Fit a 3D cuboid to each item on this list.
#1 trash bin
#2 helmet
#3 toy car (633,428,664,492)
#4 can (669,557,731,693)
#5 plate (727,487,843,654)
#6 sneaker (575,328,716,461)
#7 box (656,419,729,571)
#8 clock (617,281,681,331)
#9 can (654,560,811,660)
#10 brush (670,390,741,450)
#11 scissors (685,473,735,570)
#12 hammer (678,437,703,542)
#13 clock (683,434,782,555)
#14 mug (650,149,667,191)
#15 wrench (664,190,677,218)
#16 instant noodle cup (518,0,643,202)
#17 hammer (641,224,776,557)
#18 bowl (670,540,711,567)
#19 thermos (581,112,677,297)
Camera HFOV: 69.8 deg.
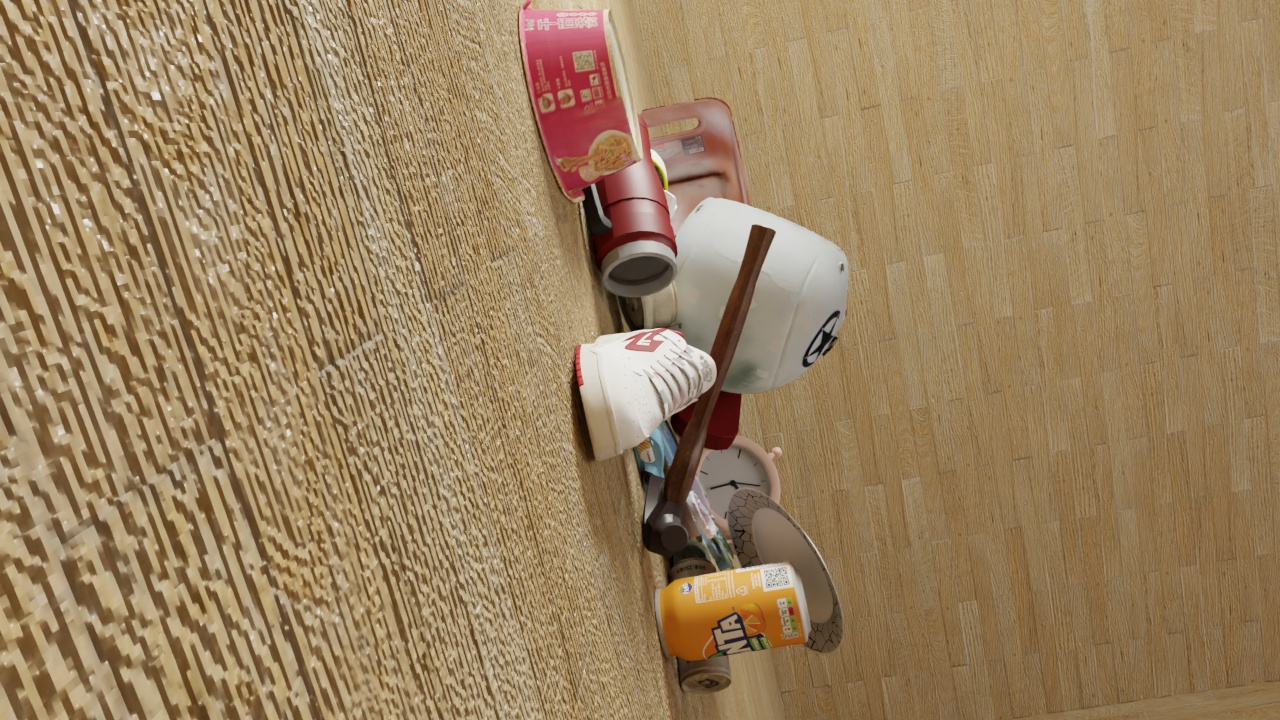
[{"bbox_3d":[0.066,-0.223,1.342,0.157,0.181,0.259,68,11,-64],"label":"trash bin"},{"bbox_3d":[0.117,-0.050,1.110,0.163,0.236,0.265,-57,169,-33],"label":"helmet"},{"bbox_3d":[0.008,0.084,0.975,0.060,0.027,0.108,-83,160,-70],"label":"toy car"},{"bbox_3d":[0.063,0.283,0.988,0.054,0.054,0.135,71,10,-48],"label":"can"},{"bbox_3d":[0.153,0.215,0.954,0.188,0.016,0.189,49,-28,36],"label":"plate"},{"bbox_3d":[0.011,0.017,0.785,0.236,0.104,0.090,-54,132,-80],"label":"sneaker"},{"bbox_3d":[0.054,0.142,1.068,0.125,0.021,0.208,64,0,-66],"label":"box"},{"bbox_3d":[0.014,-0.059,1.030,0.093,0.054,0.141,-161,-124,-72],"label":"clock"},{"bbox_3d":[0.091,0.246,0.899,0.079,0.142,0.079,-10,89,-83],"label":"can"},{"bbox_3d":[0.084,0.054,1.184,0.173,0.082,0.042,-76,-172,-55],"label":"brush"},{"bbox_3d":[0.071,0.169,0.974,0.173,0.014,0.170,42,24,-75],"label":"scissors"},{"bbox_3d":[0.069,0.091,1.311,0.176,0.079,0.326,-91,163,-56],"label":"hammer"},{"bbox_3d":[0.108,0.169,1.193,0.086,0.131,0.160,-48,-157,54],"label":"clock"},{"bbox_3d":[-0.008,-0.217,1.119,0.106,0.082,0.082,-84,162,-71],"label":"mug"},{"bbox_3d":[0.013,-0.125,1.137,0.066,0.018,0.274,-51,168,-19],"label":"wrench"},{"bbox_3d":[-0.048,-0.244,0.846,0.178,0.078,0.178,-11,89,-83],"label":"instant noodle cup"},{"bbox_3d":[0.066,0.028,0.872,0.115,0.033,0.323,-160,-92,-82],"label":"hammer"},{"bbox_3d":[0.071,0.285,1.112,0.157,0.038,0.157,-10,89,-83],"label":"bowl"},{"bbox_3d":[-0.023,-0.172,0.960,0.108,0.084,0.198,24,46,-44],"label":"thermos"}]
